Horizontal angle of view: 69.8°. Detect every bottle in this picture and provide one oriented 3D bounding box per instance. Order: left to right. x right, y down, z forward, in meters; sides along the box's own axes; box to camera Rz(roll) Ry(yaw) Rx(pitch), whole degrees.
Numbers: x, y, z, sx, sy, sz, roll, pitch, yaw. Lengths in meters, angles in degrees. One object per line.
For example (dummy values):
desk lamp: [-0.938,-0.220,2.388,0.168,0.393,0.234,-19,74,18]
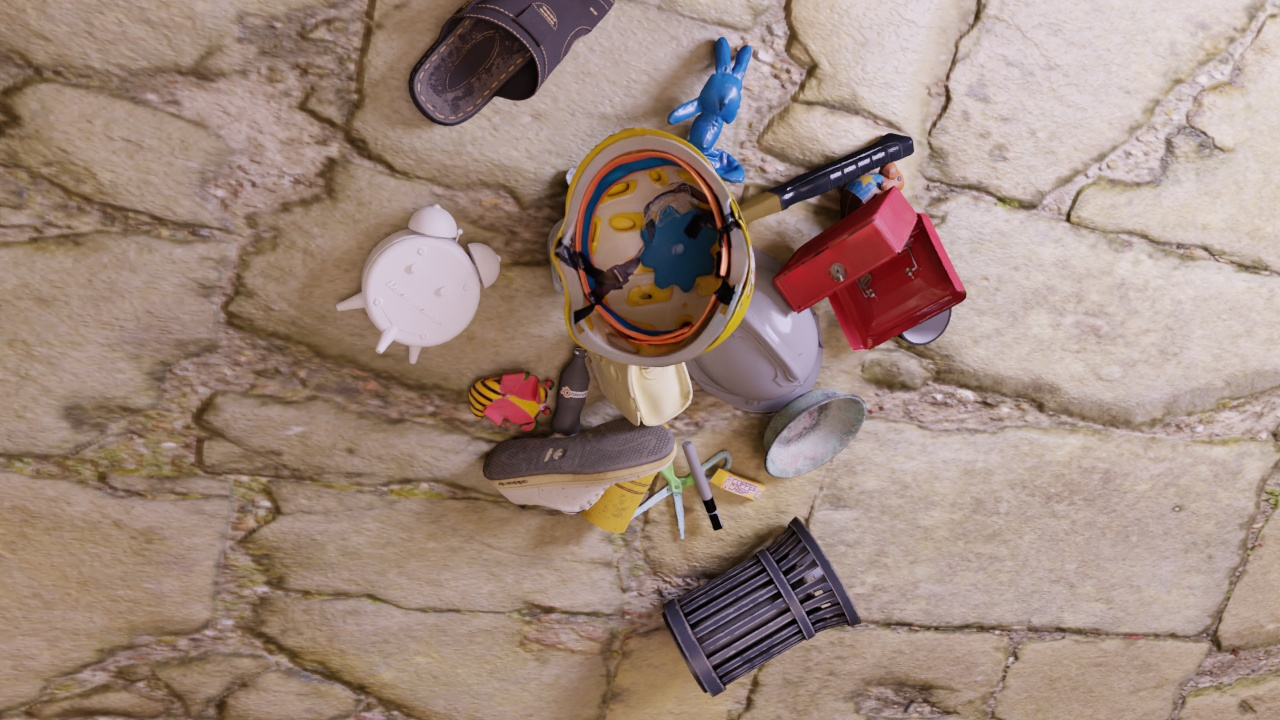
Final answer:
bottle: [-0.083,0.037,1.123,0.036,0.036,0.110,6,108,-21]
bottle: [-0.012,0.131,1.164,0.071,0.071,0.164,23,101,-25]

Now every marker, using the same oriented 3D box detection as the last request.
marker: [0.083,0.168,1.225,0.016,0.016,0.140,-25,115,-8]

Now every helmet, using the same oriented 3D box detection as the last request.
helmet: [0.026,-0.112,0.968,0.209,0.139,0.240,-7,87,23]
helmet: [0.154,-0.018,1.135,0.183,0.117,0.271,-44,118,1]

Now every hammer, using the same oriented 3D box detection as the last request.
hammer: [0.182,-0.200,1.091,0.332,0.118,0.025,-25,119,-14]

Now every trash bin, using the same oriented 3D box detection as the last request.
trash bin: [0.157,0.342,1.255,0.227,0.164,0.164,-30,116,-2]

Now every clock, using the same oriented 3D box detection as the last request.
clock: [-0.238,-0.080,1.006,0.125,0.073,0.161,40,94,-27]

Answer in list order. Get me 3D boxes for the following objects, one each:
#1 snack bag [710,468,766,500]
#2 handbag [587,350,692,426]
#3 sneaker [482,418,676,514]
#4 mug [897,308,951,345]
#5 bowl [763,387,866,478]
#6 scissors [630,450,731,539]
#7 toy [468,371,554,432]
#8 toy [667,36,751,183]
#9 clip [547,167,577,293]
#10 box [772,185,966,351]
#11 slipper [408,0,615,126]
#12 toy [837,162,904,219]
snack bag: [0.136,0.169,1.248,0.099,0.020,0.026,25,100,-37]
handbag: [-0.006,0.006,1.090,0.081,0.119,0.111,-29,117,-15]
sneaker: [-0.066,0.141,1.104,0.242,0.088,0.102,-9,126,19]
mug: [0.337,-0.083,1.189,0.078,0.088,0.113,-36,117,-3]
bowl: [0.223,0.090,1.220,0.157,0.038,0.158,-20,141,-17]
scissors: [0.051,0.168,1.230,0.173,0.022,0.171,-19,117,-17]
toy: [-0.153,0.047,1.101,0.103,0.046,0.084,2,129,-16]
toy: [0.086,-0.277,1.045,0.112,0.071,0.176,20,103,-13]
clip: [-0.046,-0.150,1.053,0.124,0.072,0.143,-11,121,-13]
box: [0.259,-0.110,1.086,0.168,0.153,0.158,1,153,-47]
slipper: [-0.124,-0.342,0.943,0.268,0.075,0.113,-40,117,0]
toy: [0.294,-0.198,1.162,0.090,0.070,0.103,-29,140,-20]
